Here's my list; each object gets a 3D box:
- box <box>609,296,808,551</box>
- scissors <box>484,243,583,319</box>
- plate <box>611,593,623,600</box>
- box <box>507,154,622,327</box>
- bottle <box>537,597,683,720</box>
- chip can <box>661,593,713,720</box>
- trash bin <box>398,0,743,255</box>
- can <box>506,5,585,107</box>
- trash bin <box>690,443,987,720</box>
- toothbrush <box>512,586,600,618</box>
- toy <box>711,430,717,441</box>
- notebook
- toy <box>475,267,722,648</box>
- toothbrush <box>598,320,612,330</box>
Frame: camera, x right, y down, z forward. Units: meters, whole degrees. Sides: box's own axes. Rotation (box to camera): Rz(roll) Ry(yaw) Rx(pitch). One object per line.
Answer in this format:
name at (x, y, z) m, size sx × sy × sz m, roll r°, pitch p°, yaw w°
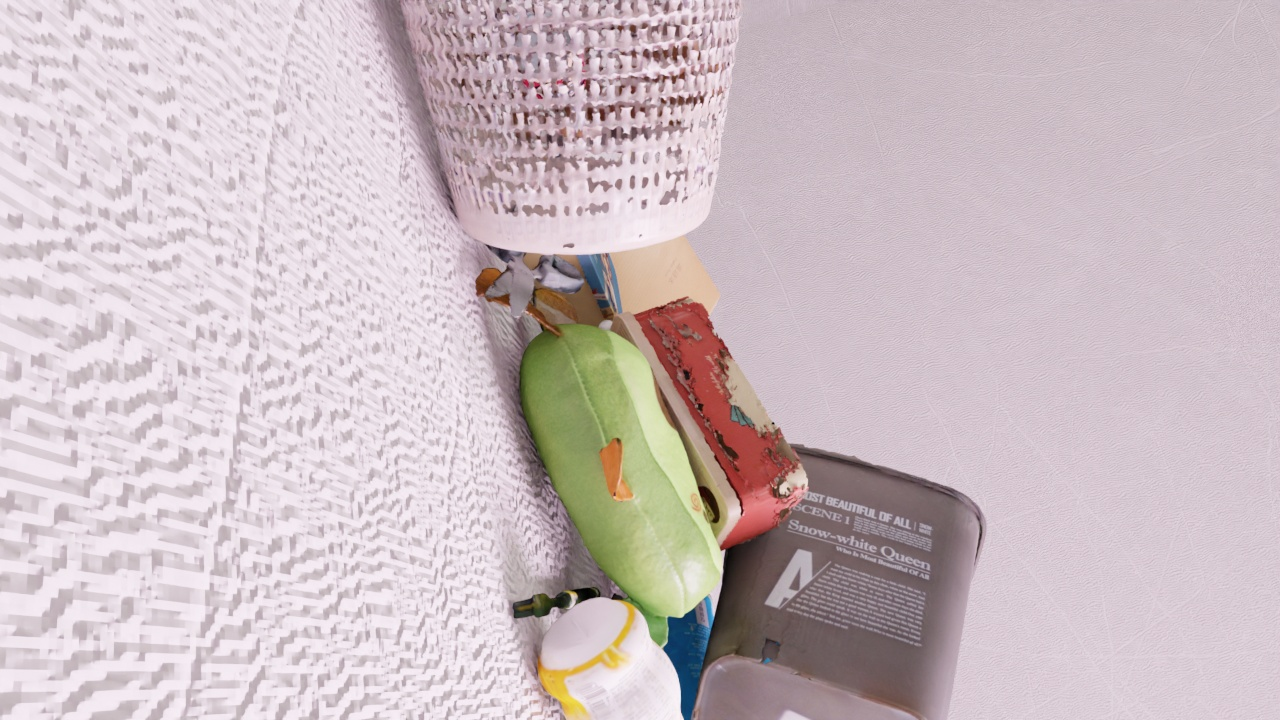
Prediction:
box at (0.046, 0.041, 0.641) m, size 0.168 × 0.080 × 0.092 m, roll 60°, pitch -27°, yaw 25°
scissors at (-0.076, -0.053, 0.531) m, size 0.146 × 0.014 × 0.171 m, roll 40°, pitch 16°, yaw 27°
plate at (0.006, 0.242, 0.606) m, size 0.179 × 0.024 × 0.179 m, roll 161°, pitch -89°, yaw -79°
box at (-0.061, -0.084, 0.702) m, size 0.184 × 0.061 × 0.089 m, roll 70°, pitch 8°, yaw -58°
bottle at (-0.008, 0.183, 0.492) m, size 0.108 × 0.063 × 0.063 m, roll 61°, pitch 10°, yaw -15°
chip can at (0.039, 0.286, 0.749) m, size 0.209 × 0.071 × 0.071 m, roll -97°, pitch 171°, yaw -53°
trash bin at (-0.035, -0.170, 0.514) m, size 0.227 × 0.227 × 0.192 m, roll -89°, pitch 177°, yaw -67°
can at (-0.087, -0.286, 0.875) m, size 0.094 × 0.066 × 0.066 m, roll 34°, pitch 43°, yaw -82°
trash bin at (0.138, 0.208, 0.677) m, size 0.219 × 0.199 × 0.199 m, roll -53°, pitch 155°, yaw -57°
toothbrush at (-0.046, 0.144, 0.549) m, size 0.186 × 0.017 × 0.012 m, roll 61°, pitch 14°, yaw -76°
toy at (0.031, 0.108, 0.804) m, size 0.082 × 0.143 × 0.226 m, roll 57°, pitch 5°, yaw -1°
notebook at (0.006, -0.088, 0.937) m, size 0.211 × 0.012 × 0.149 m, roll 53°, pitch 53°, yaw -35°
toy at (-0.020, 0.052, 0.577) m, size 0.227 × 0.090 × 0.246 m, roll 32°, pitch 33°, yaw -87°
toothbrush at (-0.004, 0.004, 0.748) m, size 0.020 × 0.029 × 0.189 m, roll -63°, pitch 160°, yaw -11°
